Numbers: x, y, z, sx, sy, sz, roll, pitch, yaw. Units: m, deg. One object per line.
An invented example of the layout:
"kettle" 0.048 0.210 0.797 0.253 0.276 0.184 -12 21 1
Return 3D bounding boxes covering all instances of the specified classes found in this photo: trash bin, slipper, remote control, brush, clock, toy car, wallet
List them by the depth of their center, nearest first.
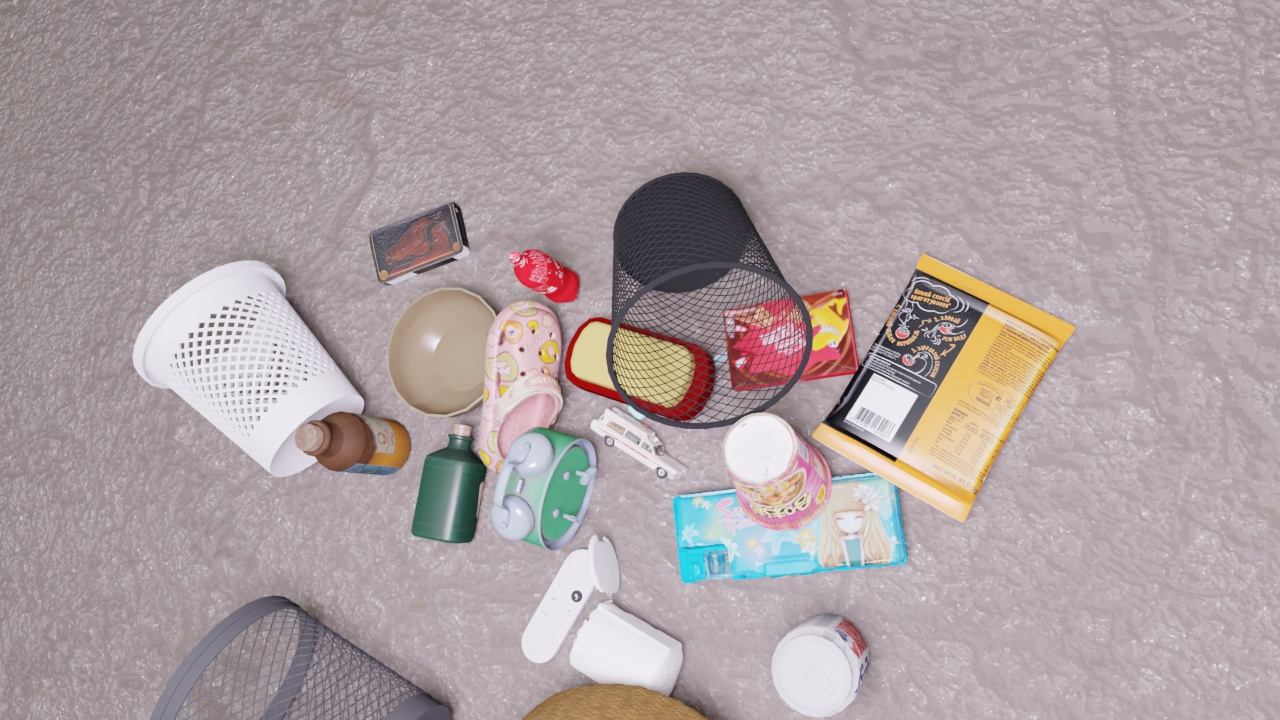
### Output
"trash bin" 0.051 -0.072 0.894 0.184 0.184 0.209 -25 36 13
"clock" -0.102 0.133 0.954 0.075 0.161 0.122 15 86 21
"trash bin" -0.350 0.400 0.971 0.227 0.217 0.217 22 88 16
"toy car" 0.001 0.088 0.990 0.113 0.039 0.039 29 102 21
"brush" -0.006 0.006 0.994 0.173 0.042 0.082 17 82 27
"remote control" -0.086 0.269 1.005 0.043 0.013 0.136 30 91 20
"slipper" -0.119 0.034 1.008 0.082 0.093 0.197 12 94 46
"trash bin" -0.447 0.021 1.087 0.199 0.195 0.195 43 96 10
"wallet" -0.274 -0.144 1.133 0.123 0.019 0.072 -17 80 15

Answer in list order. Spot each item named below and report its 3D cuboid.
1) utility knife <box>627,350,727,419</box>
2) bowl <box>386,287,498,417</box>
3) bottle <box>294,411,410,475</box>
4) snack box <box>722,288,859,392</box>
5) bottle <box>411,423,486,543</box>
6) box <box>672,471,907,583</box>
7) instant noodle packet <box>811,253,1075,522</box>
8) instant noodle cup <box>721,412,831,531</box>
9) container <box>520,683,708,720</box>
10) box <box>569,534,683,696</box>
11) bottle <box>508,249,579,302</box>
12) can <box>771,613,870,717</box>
"utility knife" 0.043 0.027 1.002 0.126 0.015 0.022 -32 66 8
"bowl" -0.218 -0.006 1.075 0.152 0.050 0.152 -3 80 18
"bottle" -0.330 0.093 1.039 0.068 0.157 0.067 -3 80 18
"snack box" 0.157 -0.021 0.966 0.133 0.021 0.089 -10 77 17
"bottle" -0.214 0.138 1.044 0.061 0.061 0.131 8 84 17
"box" 0.147 0.170 0.928 0.227 0.041 0.094 -9 77 17
"instant noodle packet" 0.295 0.022 0.897 0.160 0.032 0.220 30 84 18
"instant noodle cup" 0.125 0.101 0.876 0.098 0.108 0.097 -9 61 18
"container" -0.025 0.451 0.829 0.307 0.196 0.307 5 103 20
"box" -0.015 0.269 0.949 0.140 0.083 0.141 23 94 21
"bottle" -0.107 -0.095 1.003 0.042 0.141 0.042 -3 80 18
"can" 0.169 0.281 0.852 0.078 0.136 0.078 -3 80 18
